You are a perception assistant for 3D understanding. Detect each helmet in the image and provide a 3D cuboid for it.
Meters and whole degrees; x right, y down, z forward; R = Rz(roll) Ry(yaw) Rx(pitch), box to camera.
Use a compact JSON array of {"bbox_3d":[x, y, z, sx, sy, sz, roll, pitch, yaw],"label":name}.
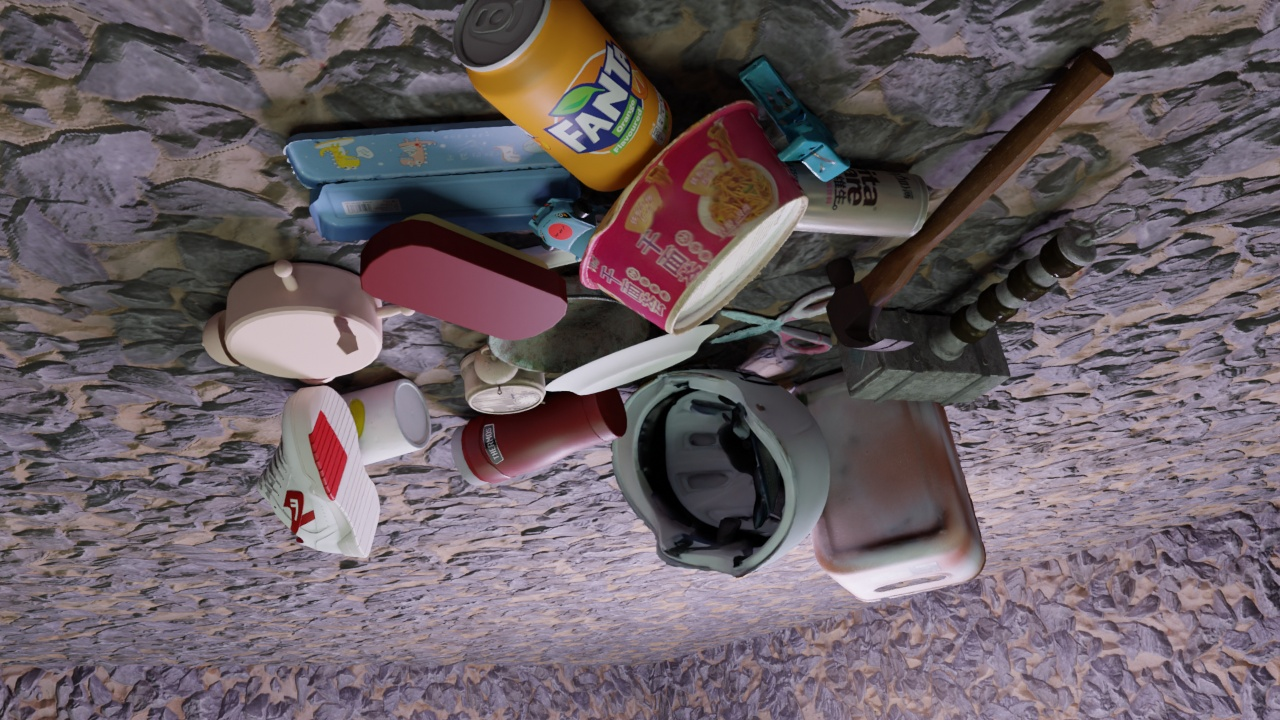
[{"bbox_3d":[0.102,0.116,1.068,0.264,0.236,0.163,7,-167,43],"label":"helmet"}]

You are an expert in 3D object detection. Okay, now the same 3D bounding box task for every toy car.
[{"bbox_3d":[-0.035,-0.097,0.741,0.107,0.027,0.060,12,146,-36],"label":"toy car"}]

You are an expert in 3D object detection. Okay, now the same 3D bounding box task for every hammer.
[{"bbox_3d":[0.259,-0.121,0.766,0.033,0.115,0.324,6,144,-26],"label":"hammer"},{"bbox_3d":[0.356,-0.054,0.932,0.176,0.079,0.327,3,153,-22],"label":"hammer"}]

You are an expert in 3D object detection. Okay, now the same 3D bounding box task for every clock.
[{"bbox_3d":[-0.146,0.019,0.969,0.093,0.054,0.141,-7,157,-1],"label":"clock"},{"bbox_3d":[-0.299,-0.022,0.815,0.161,0.086,0.131,-21,152,39],"label":"clock"}]

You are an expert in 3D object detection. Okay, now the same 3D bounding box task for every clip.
[{"bbox_3d":[0.113,-0.171,0.664,0.027,0.103,0.120,-28,156,26],"label":"clip"}]

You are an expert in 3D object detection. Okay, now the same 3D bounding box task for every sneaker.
[{"bbox_3d":[-0.344,0.117,0.936,0.104,0.090,0.237,2,140,2],"label":"sneaker"}]

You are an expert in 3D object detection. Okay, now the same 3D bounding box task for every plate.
[{"bbox_3d":[-0.006,0.005,0.942,0.188,0.016,0.188,-20,174,-2],"label":"plate"}]

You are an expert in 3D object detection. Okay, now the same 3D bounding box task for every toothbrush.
[{"bbox_3d":[0.112,0.051,1.156,0.167,0.016,0.016,-17,154,20],"label":"toothbrush"}]

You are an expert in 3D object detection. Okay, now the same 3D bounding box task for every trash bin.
[{"bbox_3d":[0.294,0.141,1.124,0.182,0.259,0.157,-18,149,21],"label":"trash bin"}]

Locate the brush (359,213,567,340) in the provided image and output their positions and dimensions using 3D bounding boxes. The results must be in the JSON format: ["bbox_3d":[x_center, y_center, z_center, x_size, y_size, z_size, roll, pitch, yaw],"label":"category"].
[{"bbox_3d":[-0.141,-0.069,0.747,0.173,0.041,0.082,19,142,-40],"label":"brush"}]

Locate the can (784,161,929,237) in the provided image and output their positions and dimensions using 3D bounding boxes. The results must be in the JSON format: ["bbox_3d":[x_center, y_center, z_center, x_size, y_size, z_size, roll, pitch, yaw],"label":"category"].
[{"bbox_3d":[0.162,-0.130,0.745,0.135,0.054,0.054,1,153,-17],"label":"can"}]

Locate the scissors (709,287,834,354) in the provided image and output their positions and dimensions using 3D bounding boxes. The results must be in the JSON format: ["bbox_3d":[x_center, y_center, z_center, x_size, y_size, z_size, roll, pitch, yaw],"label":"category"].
[{"bbox_3d":[0.162,-0.043,0.978,0.170,0.013,0.174,14,149,-33],"label":"scissors"}]

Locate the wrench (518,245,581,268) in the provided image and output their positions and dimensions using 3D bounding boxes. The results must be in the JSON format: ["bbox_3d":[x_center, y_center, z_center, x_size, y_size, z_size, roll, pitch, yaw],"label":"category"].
[{"bbox_3d":[-0.070,-0.093,0.800,0.273,0.018,0.066,-11,154,10],"label":"wrench"}]

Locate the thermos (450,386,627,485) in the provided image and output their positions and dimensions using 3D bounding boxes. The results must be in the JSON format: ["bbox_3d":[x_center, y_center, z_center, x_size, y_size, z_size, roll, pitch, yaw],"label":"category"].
[{"bbox_3d":[-0.116,0.084,1.090,0.199,0.084,0.108,-20,169,20],"label":"thermos"}]

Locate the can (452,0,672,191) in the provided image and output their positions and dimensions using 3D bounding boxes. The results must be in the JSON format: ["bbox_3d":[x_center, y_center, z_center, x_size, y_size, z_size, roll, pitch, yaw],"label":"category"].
[{"bbox_3d":[-0.045,-0.170,0.571,0.079,0.079,0.142,-20,152,24],"label":"can"}]

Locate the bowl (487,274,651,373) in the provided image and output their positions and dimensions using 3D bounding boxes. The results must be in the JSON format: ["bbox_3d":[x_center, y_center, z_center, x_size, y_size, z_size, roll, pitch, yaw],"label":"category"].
[{"bbox_3d":[-0.070,-0.039,0.888,0.157,0.038,0.158,-6,155,-3],"label":"bowl"}]

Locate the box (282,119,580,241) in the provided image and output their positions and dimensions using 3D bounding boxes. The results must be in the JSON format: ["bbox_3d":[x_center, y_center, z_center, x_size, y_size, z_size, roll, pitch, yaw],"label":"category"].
[{"bbox_3d":[-0.146,-0.136,0.688,0.209,0.020,0.126,-5,153,-6],"label":"box"}]

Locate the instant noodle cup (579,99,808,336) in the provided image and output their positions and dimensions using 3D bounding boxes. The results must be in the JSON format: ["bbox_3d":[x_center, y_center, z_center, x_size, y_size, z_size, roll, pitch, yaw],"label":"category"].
[{"bbox_3d":[0.047,-0.091,0.660,0.178,0.077,0.179,-42,170,-10],"label":"instant noodle cup"}]

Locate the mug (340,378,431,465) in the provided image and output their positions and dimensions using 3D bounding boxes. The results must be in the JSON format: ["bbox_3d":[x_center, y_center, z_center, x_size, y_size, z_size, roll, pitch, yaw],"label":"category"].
[{"bbox_3d":[-0.295,0.071,1.004,0.106,0.082,0.082,-15,154,12],"label":"mug"}]
